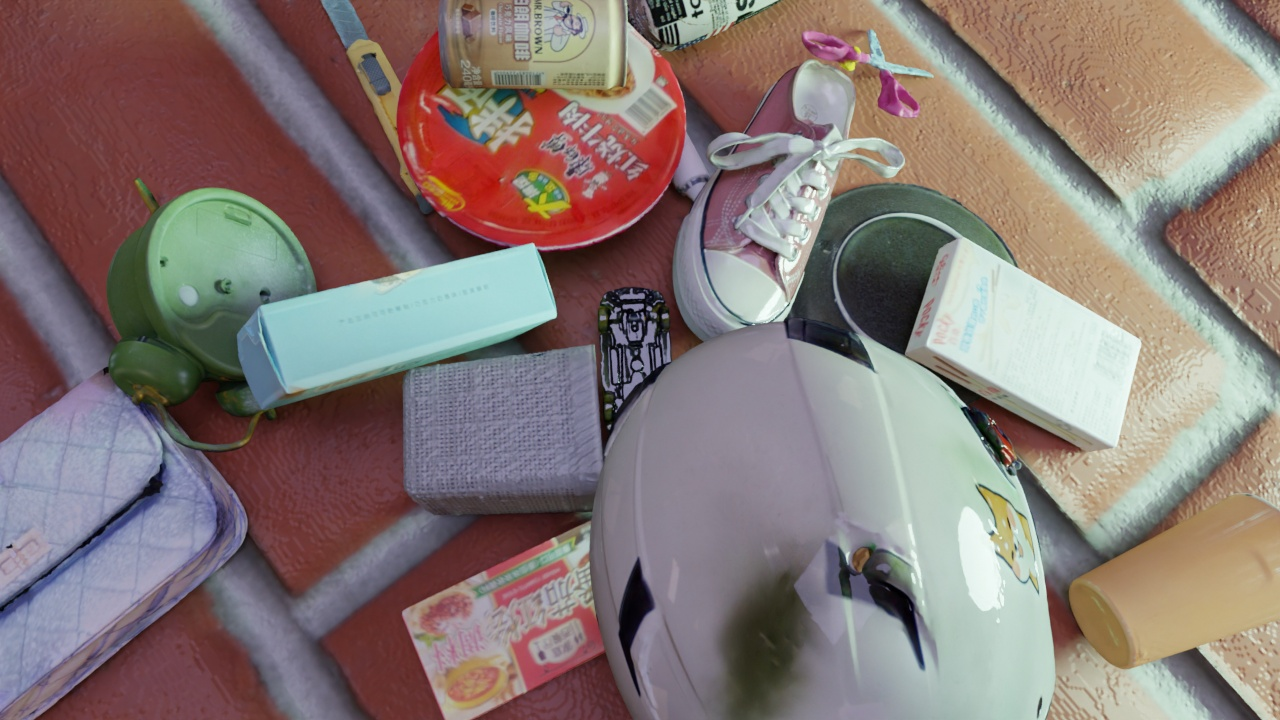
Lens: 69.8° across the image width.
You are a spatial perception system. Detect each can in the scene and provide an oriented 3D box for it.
[{"bbox_3d":[-0.067,-0.203,0.586,0.116,0.059,0.058,-1,72,-4],"label":"can"}]

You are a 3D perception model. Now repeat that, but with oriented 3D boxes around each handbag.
[{"bbox_3d":[-0.340,0.108,0.524,0.193,0.076,0.134,-42,80,-16],"label":"handbag"}]

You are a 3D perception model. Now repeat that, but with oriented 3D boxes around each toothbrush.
[{"bbox_3d":[0.026,-0.150,0.662,0.026,0.027,0.221,-16,73,-34],"label":"toothbrush"}]

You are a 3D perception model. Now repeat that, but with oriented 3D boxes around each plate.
[{"bbox_3d":[0.188,-0.049,0.643,0.179,0.024,0.179,1,73,-4],"label":"plate"}]

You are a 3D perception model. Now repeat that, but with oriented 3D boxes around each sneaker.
[{"bbox_3d":[0.096,-0.118,0.609,0.118,0.088,0.240,30,65,-9],"label":"sneaker"}]

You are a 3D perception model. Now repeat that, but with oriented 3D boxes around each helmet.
[{"bbox_3d":[0.067,0.088,0.439,0.230,0.157,0.273,-18,62,19],"label":"helmet"}]

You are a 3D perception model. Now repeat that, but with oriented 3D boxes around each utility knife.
[{"bbox_3d":[-0.192,-0.201,0.670,0.031,0.022,0.220,-24,71,-18],"label":"utility knife"}]

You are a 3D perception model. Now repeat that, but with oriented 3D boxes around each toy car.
[{"bbox_3d":[-0.004,0.004,0.607,0.048,0.032,0.105,-3,77,-6],"label":"toy car"}]

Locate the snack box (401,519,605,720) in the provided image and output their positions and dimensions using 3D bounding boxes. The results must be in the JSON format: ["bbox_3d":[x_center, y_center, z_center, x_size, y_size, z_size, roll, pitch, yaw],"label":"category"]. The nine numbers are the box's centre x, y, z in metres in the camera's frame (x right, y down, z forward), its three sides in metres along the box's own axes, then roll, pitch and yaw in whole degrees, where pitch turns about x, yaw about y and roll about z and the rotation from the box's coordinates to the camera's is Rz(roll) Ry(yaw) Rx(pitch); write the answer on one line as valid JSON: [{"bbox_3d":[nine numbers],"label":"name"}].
[{"bbox_3d":[-0.059,0.153,0.558,0.152,0.025,0.075,-24,75,-12],"label":"snack box"}]

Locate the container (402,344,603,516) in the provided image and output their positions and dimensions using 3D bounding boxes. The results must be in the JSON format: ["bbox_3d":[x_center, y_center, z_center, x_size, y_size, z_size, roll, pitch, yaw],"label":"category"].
[{"bbox_3d":[-0.081,0.047,0.559,0.114,0.090,0.090,-4,72,-3],"label":"container"}]

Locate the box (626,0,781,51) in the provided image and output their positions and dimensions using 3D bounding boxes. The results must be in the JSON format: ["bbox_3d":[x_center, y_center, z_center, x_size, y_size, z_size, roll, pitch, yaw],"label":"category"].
[{"bbox_3d":[0.064,-0.289,0.703,0.163,0.083,0.075,-32,114,-14],"label":"box"}]

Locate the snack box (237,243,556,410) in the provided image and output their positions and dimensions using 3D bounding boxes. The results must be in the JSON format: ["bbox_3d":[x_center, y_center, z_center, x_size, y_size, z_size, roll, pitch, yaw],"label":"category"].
[{"bbox_3d":[-0.143,-0.021,0.548,0.174,0.074,0.051,-18,91,-33],"label":"snack box"}]

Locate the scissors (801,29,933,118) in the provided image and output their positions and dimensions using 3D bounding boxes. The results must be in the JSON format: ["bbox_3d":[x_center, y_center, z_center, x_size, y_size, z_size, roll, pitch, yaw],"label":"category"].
[{"bbox_3d":[0.176,-0.212,0.669,0.133,0.017,0.130,-3,51,-36],"label":"scissors"}]

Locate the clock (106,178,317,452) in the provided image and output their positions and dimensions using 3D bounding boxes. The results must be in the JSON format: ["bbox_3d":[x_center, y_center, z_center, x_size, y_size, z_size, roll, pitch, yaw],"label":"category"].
[{"bbox_3d":[-0.259,-0.025,0.555,0.056,0.116,0.161,-14,74,29],"label":"clock"}]

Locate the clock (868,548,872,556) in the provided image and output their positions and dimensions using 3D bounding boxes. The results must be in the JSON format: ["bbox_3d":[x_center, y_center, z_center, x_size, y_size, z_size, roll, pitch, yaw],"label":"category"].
[{"bbox_3d":[0.164,0.171,0.524,0.060,0.117,0.158,-15,74,0],"label":"clock"}]

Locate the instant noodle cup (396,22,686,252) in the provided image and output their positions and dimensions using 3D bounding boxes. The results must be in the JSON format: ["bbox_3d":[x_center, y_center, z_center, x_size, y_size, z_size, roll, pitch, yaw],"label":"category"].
[{"bbox_3d":[-0.066,-0.153,0.635,0.194,0.066,0.193,1,73,-3],"label":"instant noodle cup"}]

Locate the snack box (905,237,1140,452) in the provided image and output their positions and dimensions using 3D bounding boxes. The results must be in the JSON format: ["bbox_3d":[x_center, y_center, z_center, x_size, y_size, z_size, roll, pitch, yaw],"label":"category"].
[{"bbox_3d":[0.259,-0.009,0.616,0.156,0.027,0.084,27,72,-10],"label":"snack box"}]

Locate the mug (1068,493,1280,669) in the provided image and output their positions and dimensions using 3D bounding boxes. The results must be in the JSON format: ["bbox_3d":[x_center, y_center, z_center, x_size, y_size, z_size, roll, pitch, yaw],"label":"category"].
[{"bbox_3d":[0.338,0.141,0.570,0.122,0.078,0.078,-20,75,-5],"label":"mug"}]
